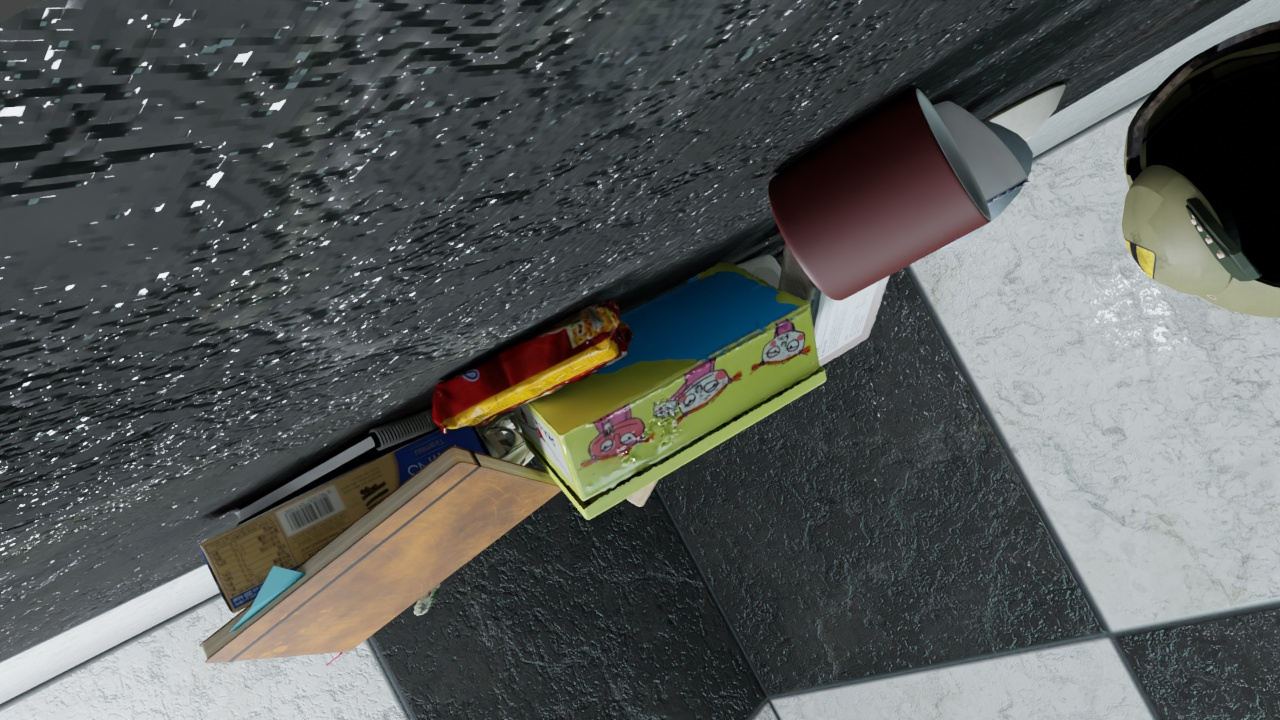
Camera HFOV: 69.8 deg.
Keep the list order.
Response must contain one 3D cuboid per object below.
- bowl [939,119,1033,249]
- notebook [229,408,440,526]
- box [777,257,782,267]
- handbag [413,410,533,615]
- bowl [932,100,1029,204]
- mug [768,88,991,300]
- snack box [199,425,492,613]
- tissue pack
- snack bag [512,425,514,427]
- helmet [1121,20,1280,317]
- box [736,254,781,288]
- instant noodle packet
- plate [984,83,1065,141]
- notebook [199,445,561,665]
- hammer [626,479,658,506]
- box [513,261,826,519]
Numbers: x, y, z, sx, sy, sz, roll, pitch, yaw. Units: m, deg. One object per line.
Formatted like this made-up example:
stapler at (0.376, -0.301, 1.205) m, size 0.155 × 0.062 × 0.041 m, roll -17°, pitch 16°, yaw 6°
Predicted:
bowl at (0.212, -0.128, 0.637) m, size 0.106 × 0.039 × 0.106 m, roll -39°, pitch -154°, yaw 23°
notebook at (-0.206, 0.071, 0.746) m, size 0.149 × 0.016 × 0.206 m, roll -28°, pitch 178°, yaw 21°
box at (0.150, -0.040, 1.033) m, size 0.205 × 0.050 × 0.117 m, roll -36°, pitch 133°, yaw 3°
handbag at (-0.160, 0.124, 0.845) m, size 0.184 × 0.132 × 0.229 m, roll -33°, pitch -179°, yaw -5°
bowl at (0.163, -0.105, 0.552) m, size 0.116 × 0.065 × 0.116 m, roll -28°, pitch 178°, yaw -1°
mug at (0.120, -0.090, 0.469) m, size 0.083 × 0.073 × 0.105 m, roll -29°, pitch -153°, yaw 28°
snack box at (-0.209, 0.112, 0.680) m, size 0.206 × 0.057 × 0.056 m, roll -26°, pitch 179°, yaw -17°
tissue pack at (0.161, -0.072, 0.771) m, size 0.103 × 0.071 × 0.182 m, roll -30°, pitch 146°, yaw -17°
snack bag at (-0.062, 0.020, 1.027) m, size 0.144 × 0.039 × 0.130 m, roll -36°, pitch 173°, yaw 38°
helmet at (0.496, -0.158, 0.717) m, size 0.251 × 0.255 × 0.232 m, roll -27°, pitch 175°, yaw 19°
box at (0.115, -0.048, 0.853) m, size 0.109 × 0.103 × 0.130 m, roll -26°, pitch 175°, yaw -26°
instant noodle packet at (-0.068, 0.005, 0.605) m, size 0.135 × 0.039 × 0.098 m, roll -26°, pitch 180°, yaw 4°
plate at (0.306, -0.191, 0.851) m, size 0.188 × 0.027 × 0.189 m, roll -28°, pitch 178°, yaw -1°
notebook at (-0.191, 0.152, 0.674) m, size 0.249 × 0.014 × 0.178 m, roll -38°, pitch 157°, yaw 8°
hammer at (0.073, 0.045, 1.152) m, size 0.323 × 0.051 × 0.117 m, roll -59°, pitch -178°, yaw 13°
box at (0.019, 0.014, 0.707) m, size 0.220 × 0.082 × 0.124 m, roll -27°, pitch -146°, yaw -20°
